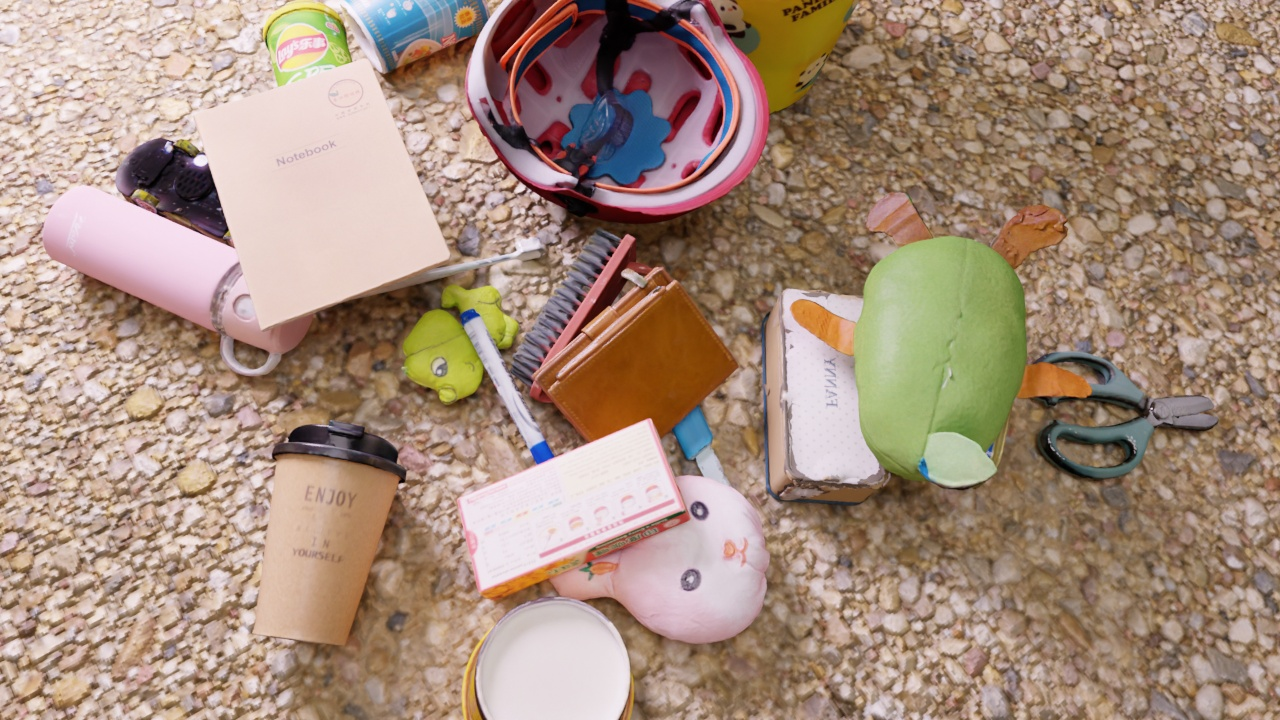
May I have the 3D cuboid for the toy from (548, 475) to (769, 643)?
[{"bbox_3d":[0.014,0.141,0.670,0.159,0.054,0.121,5,64,4],"label":"toy"}]

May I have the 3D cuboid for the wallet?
[{"bbox_3d":[-0.004,0.004,0.697,0.130,0.035,0.119,-41,107,-9],"label":"wallet"}]

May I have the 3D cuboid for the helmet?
[{"bbox_3d":[-0.019,-0.207,0.776,0.240,0.144,0.206,33,80,-2],"label":"helmet"}]

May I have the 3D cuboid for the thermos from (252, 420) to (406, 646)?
[{"bbox_3d":[-0.218,0.119,0.633,0.093,0.093,0.143,9,71,-3],"label":"thermos"}]

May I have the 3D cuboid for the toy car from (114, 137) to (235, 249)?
[{"bbox_3d":[-0.352,-0.134,0.756,0.158,0.042,0.070,24,64,3],"label":"toy car"}]

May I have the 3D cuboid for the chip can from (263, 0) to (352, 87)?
[{"bbox_3d":[-0.265,-0.200,0.782,0.072,0.073,0.221,-15,68,-14],"label":"chip can"}]

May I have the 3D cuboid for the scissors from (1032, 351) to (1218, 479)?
[{"bbox_3d":[0.412,0.032,0.785,0.180,0.019,0.143,-10,66,-10],"label":"scissors"}]

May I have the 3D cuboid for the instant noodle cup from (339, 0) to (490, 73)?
[{"bbox_3d":[-0.209,-0.320,0.838,0.109,0.099,0.099,-35,73,-11],"label":"instant noodle cup"}]

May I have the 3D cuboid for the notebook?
[{"bbox_3d":[-0.249,-0.135,0.710,0.147,0.008,0.207,-22,69,-10],"label":"notebook"}]

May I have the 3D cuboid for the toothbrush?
[{"bbox_3d":[-0.167,-0.077,0.767,0.180,0.016,0.016,-16,60,-14],"label":"toothbrush"}]

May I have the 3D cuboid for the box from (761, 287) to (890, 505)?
[{"bbox_3d":[0.145,0.022,0.737,0.090,0.061,0.184,7,63,-5],"label":"box"}]

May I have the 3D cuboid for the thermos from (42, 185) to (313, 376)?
[{"bbox_3d":[-0.358,-0.059,0.714,0.198,0.067,0.087,25,96,3],"label":"thermos"}]

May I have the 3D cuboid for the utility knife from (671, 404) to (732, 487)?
[{"bbox_3d":[0.034,0.044,0.734,0.034,0.018,0.218,-24,70,-4],"label":"utility knife"}]

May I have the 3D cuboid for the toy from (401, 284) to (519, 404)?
[{"bbox_3d":[-0.147,-0.016,0.733,0.100,0.031,0.096,-23,70,-21],"label":"toy"}]

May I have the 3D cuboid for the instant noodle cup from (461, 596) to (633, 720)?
[{"bbox_3d":[-0.058,0.209,0.593,0.118,0.115,0.118,3,64,-6],"label":"instant noodle cup"}]

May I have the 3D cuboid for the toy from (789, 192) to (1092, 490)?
[{"bbox_3d":[0.225,-0.018,0.688,0.227,0.090,0.246,14,67,12],"label":"toy"}]

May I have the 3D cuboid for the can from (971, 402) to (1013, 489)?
[{"bbox_3d":[0.247,0.040,0.741,0.083,0.057,0.101,21,64,6],"label":"can"}]

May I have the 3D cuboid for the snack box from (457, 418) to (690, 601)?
[{"bbox_3d":[-0.050,0.106,0.659,0.156,0.027,0.077,-23,59,3],"label":"snack box"}]

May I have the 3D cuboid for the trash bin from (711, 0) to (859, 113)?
[{"bbox_3d":[0.106,-0.368,0.802,0.229,0.256,0.229,3,65,-6],"label":"trash bin"}]

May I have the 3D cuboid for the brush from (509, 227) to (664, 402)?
[{"bbox_3d":[-0.041,-0.028,0.727,0.069,0.063,0.145,31,77,8],"label":"brush"}]

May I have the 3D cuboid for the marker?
[{"bbox_3d":[-0.101,0.026,0.708,0.016,0.017,0.145,-27,84,-18],"label":"marker"}]
